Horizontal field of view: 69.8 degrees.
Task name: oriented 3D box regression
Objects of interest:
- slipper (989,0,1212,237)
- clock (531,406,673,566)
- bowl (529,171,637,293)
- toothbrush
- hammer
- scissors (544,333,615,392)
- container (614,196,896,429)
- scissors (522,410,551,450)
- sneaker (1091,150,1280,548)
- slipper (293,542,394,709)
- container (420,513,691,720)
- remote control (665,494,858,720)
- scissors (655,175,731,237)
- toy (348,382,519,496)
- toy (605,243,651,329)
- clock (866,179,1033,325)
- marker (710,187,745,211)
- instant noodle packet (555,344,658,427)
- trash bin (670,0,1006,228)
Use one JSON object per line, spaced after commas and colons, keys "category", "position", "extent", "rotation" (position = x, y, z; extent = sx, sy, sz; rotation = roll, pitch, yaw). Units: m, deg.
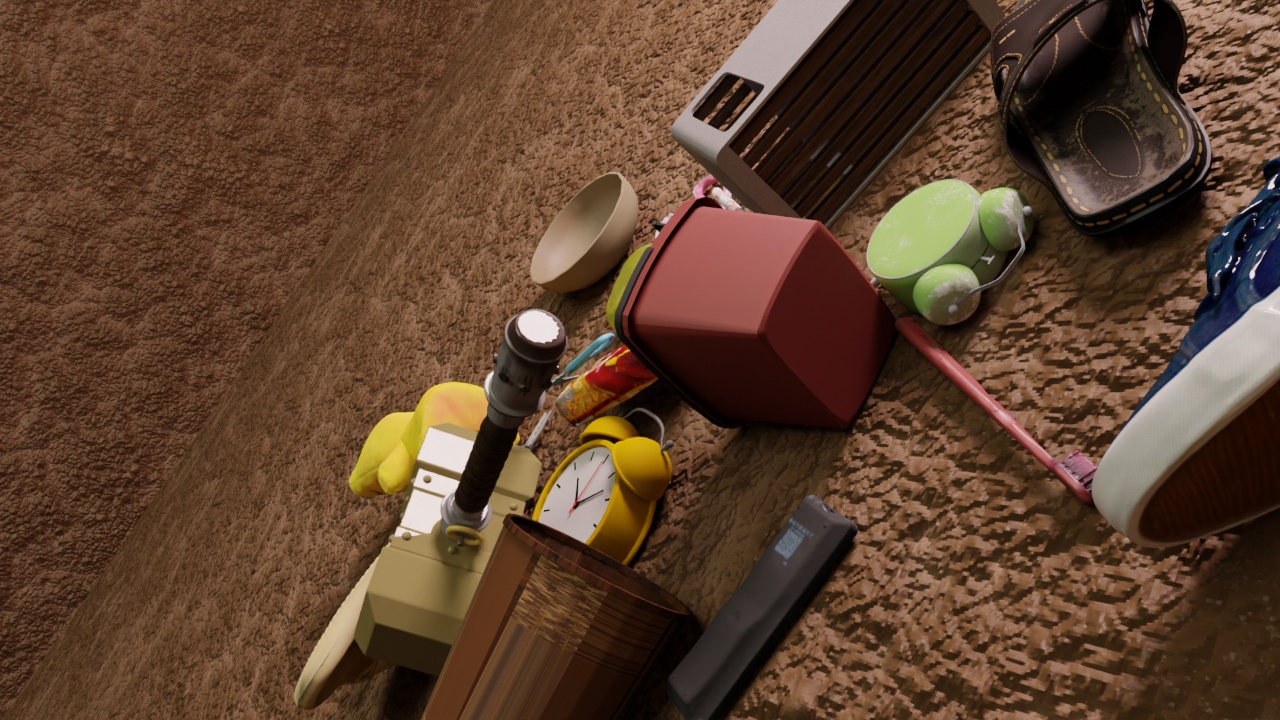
{"category": "slipper", "position": [0.265, -0.180, 0.555], "extent": [0.113, 0.075, 0.267], "rotation": [-30, 35, 35]}
{"category": "clock", "position": [-0.031, 0.105, 0.708], "extent": [0.152, 0.052, 0.113], "rotation": [-58, 28, -1]}
{"category": "bowl", "position": [-0.054, -0.133, 1.017], "extent": [0.153, 0.050, 0.152], "rotation": [-37, 31, 27]}
{"category": "toothbrush", "position": [0.191, 0.018, 0.505], "extent": [0.016, 0.016, 0.189], "rotation": [-42, 29, 10]}
{"category": "hammer", "position": [-0.114, 0.079, 0.668], "extent": [0.326, 0.100, 0.189], "rotation": [119, 167, -46]}
{"category": "scissors", "position": [-0.068, 0.011, 0.785], "extent": [0.134, 0.015, 0.135], "rotation": [-36, -2, 19]}
{"category": "container", "position": [0.055, -0.033, 0.632], "extent": [0.201, 0.148, 0.126], "rotation": [10, 65, 50]}
{"category": "scissors", "position": [-0.124, 0.116, 0.867], "extent": [0.128, 0.019, 0.141], "rotation": [-44, 22, 29]}
{"category": "sneaker", "position": [0.275, -0.054, 0.368], "extent": [0.295, 0.120, 0.127], "rotation": [-47, 40, 5]}
{"category": "slipper", "position": [-0.211, 0.214, 0.831], "extent": [0.112, 0.079, 0.260], "rotation": [-58, 2, 42]}
{"category": "container", "position": [-0.065, 0.202, 0.574], "extent": [0.167, 0.132, 0.132], "rotation": [-62, 28, -6]}
{"category": "remote control", "position": [0.067, 0.146, 0.539], "extent": [0.150, 0.022, 0.047], "rotation": [-53, 27, -1]}
{"category": "scissors", "position": [0.059, -0.114, 0.866], "extent": [0.103, 0.016, 0.178], "rotation": [-40, 33, 15]}
{"category": "toy", "position": [-0.221, 0.083, 0.935], "extent": [0.134, 0.087, 0.194], "rotation": [-22, -2, -39]}
{"category": "toy", "position": [0.010, -0.071, 0.848], "extent": [0.090, 0.051, 0.109], "rotation": [-32, 31, 30]}
{"category": "clock", "position": [0.191, -0.070, 0.578], "extent": [0.094, 0.042, 0.119], "rotation": [-55, 28, -2]}
{"category": "marker", "position": [0.091, -0.128, 0.817], "extent": [0.013, 0.013, 0.142], "rotation": [-48, 33, 10]}
{"category": "instant noodle packet", "position": [-0.005, 0.004, 0.763], "extent": [0.136, 0.039, 0.098], "rotation": [-31, 3, 37]}
{"category": "trash bin", "position": [0.152, -0.225, 0.739], "extent": [0.229, 0.114, 0.114], "rotation": [-48, 28, 8]}
